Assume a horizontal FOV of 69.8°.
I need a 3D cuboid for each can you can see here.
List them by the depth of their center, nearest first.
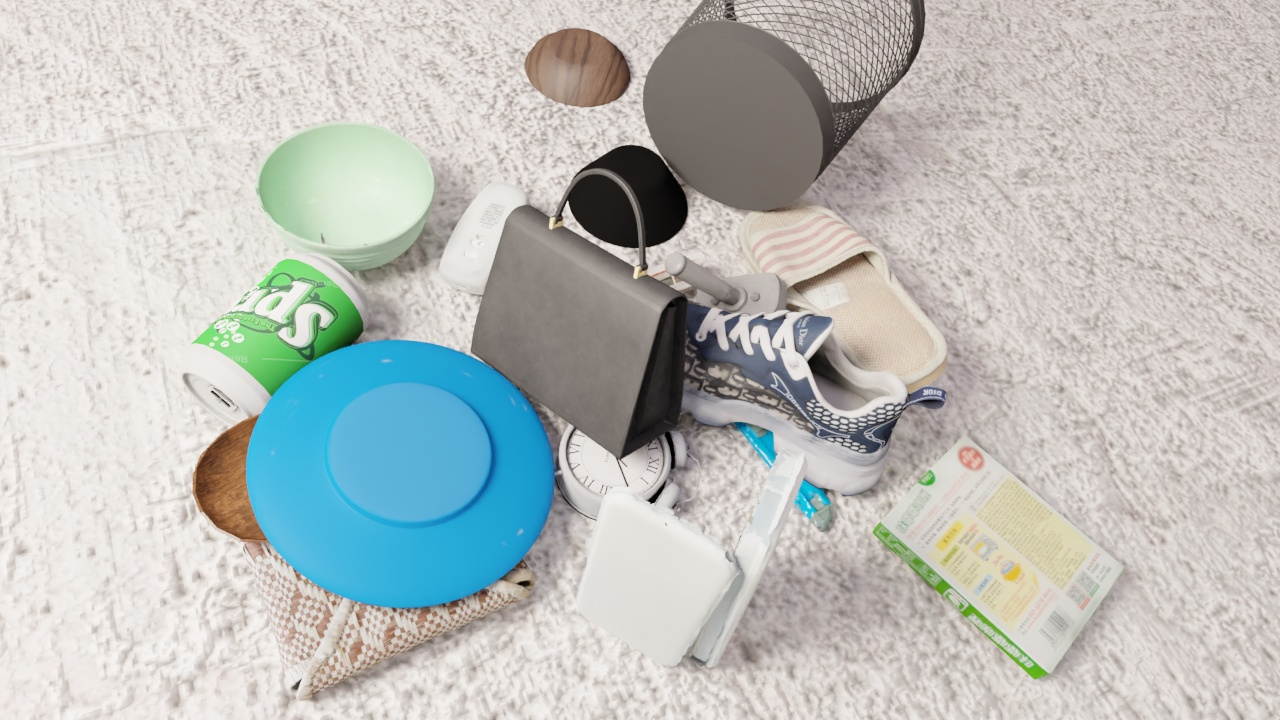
[{"bbox_3d":[-0.290,-0.016,0.738,0.088,0.088,0.139,29,57,9],"label":"can"}]

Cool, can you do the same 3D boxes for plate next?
[{"bbox_3d":[-0.171,0.071,0.680,0.224,0.024,0.223,11,53,-14],"label":"plate"}]

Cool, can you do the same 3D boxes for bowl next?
[{"bbox_3d":[-0.265,0.087,0.674,0.114,0.026,0.102,-30,69,-29],"label":"bowl"},{"bbox_3d":[-0.261,-0.137,0.828,0.151,0.077,0.150,5,56,-7],"label":"bowl"},{"bbox_3d":[-0.008,-0.177,0.915,0.124,0.053,0.123,5,56,-7],"label":"bowl"},{"bbox_3d":[-0.068,-0.335,1.020,0.119,0.032,0.119,5,56,-7],"label":"bowl"}]

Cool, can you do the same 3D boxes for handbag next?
[{"bbox_3d":[-0.182,0.152,0.673,0.185,0.047,0.124,-21,62,-22],"label":"handbag"},{"bbox_3d":[-0.041,-0.056,0.714,0.176,0.196,0.072,33,39,28],"label":"handbag"}]

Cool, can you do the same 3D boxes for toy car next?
[{"bbox_3d":[0.011,-0.069,0.860,0.113,0.039,0.039,-24,85,-22],"label":"toy car"}]

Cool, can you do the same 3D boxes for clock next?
[{"bbox_3d":[-0.011,0.086,0.753,0.122,0.035,0.094,13,56,0],"label":"clock"}]

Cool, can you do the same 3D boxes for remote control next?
[{"bbox_3d":[-0.142,-0.115,0.853,0.060,0.028,0.114,16,66,12],"label":"remote control"}]

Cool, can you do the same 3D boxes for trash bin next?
[{"bbox_3d":[0.139,-0.294,0.918,0.218,0.218,0.226,30,57,10],"label":"trash bin"}]

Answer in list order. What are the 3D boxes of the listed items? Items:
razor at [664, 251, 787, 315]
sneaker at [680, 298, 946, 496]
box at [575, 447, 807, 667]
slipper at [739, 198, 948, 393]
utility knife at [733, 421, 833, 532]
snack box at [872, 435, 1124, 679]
[{"bbox_3d":[0.061,-0.067,0.802,0.088,0.116,0.047,-3,73,38],"label":"razor"},{"bbox_3d":[0.108,-0.002,0.755,0.269,0.133,0.103,30,48,2],"label":"sneaker"},{"bbox_3d":[0.038,0.126,0.631,0.129,0.211,0.104,27,54,6],"label":"box"},{"bbox_3d":[0.178,-0.072,0.846,0.115,0.052,0.262,-29,52,-7],"label":"slipper"},{"bbox_3d":[0.097,0.057,0.805,0.031,0.015,0.220,-26,63,-30],"label":"utility knife"},{"bbox_3d":[0.299,0.159,0.766,0.131,0.027,0.168,-37,69,-29],"label":"snack box"}]
